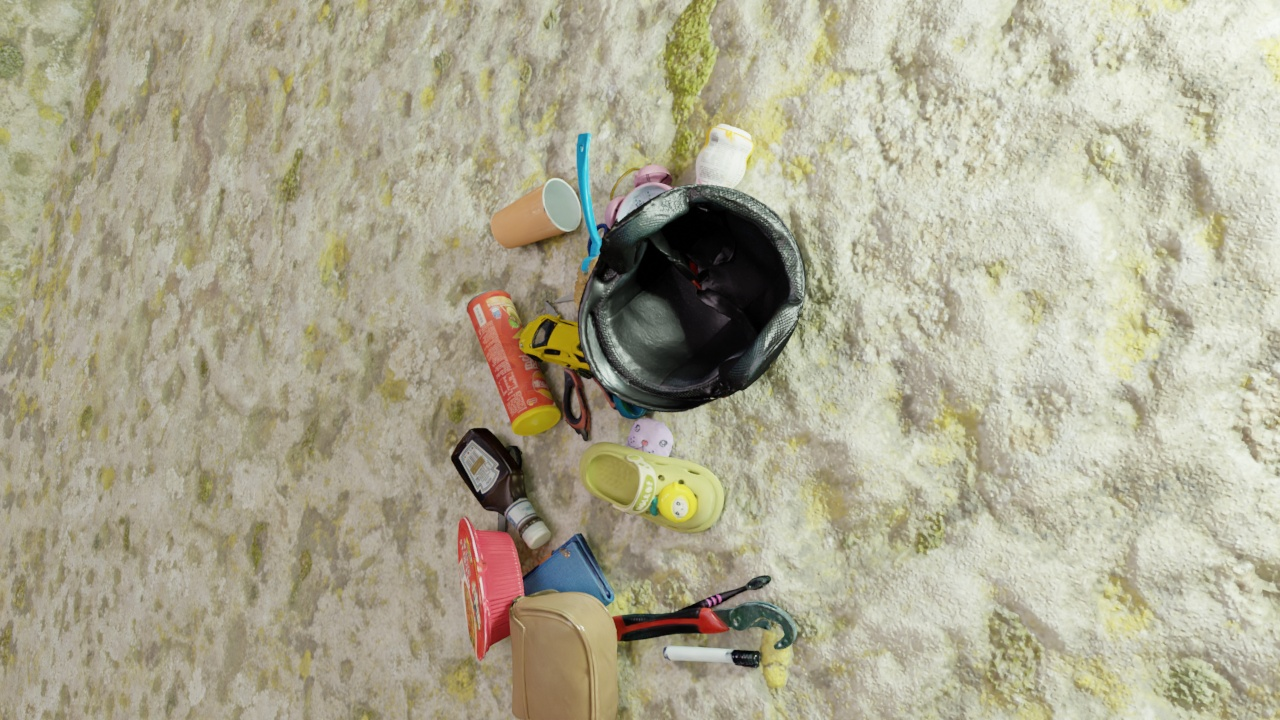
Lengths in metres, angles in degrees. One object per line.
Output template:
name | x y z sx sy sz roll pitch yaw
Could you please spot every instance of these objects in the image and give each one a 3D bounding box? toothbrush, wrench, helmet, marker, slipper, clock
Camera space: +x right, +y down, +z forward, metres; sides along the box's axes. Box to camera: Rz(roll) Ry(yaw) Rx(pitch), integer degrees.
toothbrush | 0.080 0.298 1.123 0.190 0.017 0.014 -31 72 29
wrench | 0.063 0.324 1.123 0.274 0.016 0.056 -11 91 33
helmet | 0.063 -0.072 1.061 0.275 0.229 0.233 -42 87 19
marker | 0.085 0.358 1.109 0.131 0.018 0.022 -10 86 33
slipper | 0.005 0.162 1.132 0.191 0.081 0.092 18 106 15
clock | 0.013 -0.192 1.219 0.117 0.059 0.158 -45 58 21

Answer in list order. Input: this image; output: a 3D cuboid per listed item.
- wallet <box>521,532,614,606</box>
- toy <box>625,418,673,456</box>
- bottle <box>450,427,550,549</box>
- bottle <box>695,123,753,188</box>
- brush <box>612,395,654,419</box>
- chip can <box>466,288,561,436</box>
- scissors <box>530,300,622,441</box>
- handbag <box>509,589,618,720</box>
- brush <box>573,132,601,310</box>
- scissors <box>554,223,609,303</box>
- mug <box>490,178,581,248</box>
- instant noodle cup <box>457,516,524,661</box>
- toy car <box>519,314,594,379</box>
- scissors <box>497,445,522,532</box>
wallet | -0.103 0.309 1.236 0.133 0.040 0.106 -43 67 27
toy | -0.001 0.123 1.190 0.084 0.038 0.108 35 104 18
bottle | -0.195 0.184 1.302 0.195 0.044 0.080 48 112 27
bottle | 0.099 -0.241 1.163 0.063 0.063 0.108 26 97 35
brush | -0.007 0.007 1.184 0.055 0.073 0.144 17 104 37
chip can | -0.186 0.001 1.321 0.073 0.073 0.216 -38 64 25
scissors | -0.094 0.013 1.288 0.196 0.015 0.215 2 85 35
handbag | -0.096 0.391 1.173 0.148 0.099 0.205 9 106 30
brush | -0.066 -0.174 1.229 0.083 0.045 0.255 10 108 53
scissors | -0.057 -0.110 1.284 0.173 0.012 0.162 -11 80 35
mug | -0.156 -0.208 1.335 0.123 0.078 0.078 -15 74 38
instant noodle cup | -0.203 0.306 1.254 0.194 0.065 0.194 174 90 -69
toy car | -0.102 -0.023 1.260 0.156 0.041 0.071 15 69 27
scissors | -0.208 0.209 1.344 0.137 0.014 0.175 36 107 32
